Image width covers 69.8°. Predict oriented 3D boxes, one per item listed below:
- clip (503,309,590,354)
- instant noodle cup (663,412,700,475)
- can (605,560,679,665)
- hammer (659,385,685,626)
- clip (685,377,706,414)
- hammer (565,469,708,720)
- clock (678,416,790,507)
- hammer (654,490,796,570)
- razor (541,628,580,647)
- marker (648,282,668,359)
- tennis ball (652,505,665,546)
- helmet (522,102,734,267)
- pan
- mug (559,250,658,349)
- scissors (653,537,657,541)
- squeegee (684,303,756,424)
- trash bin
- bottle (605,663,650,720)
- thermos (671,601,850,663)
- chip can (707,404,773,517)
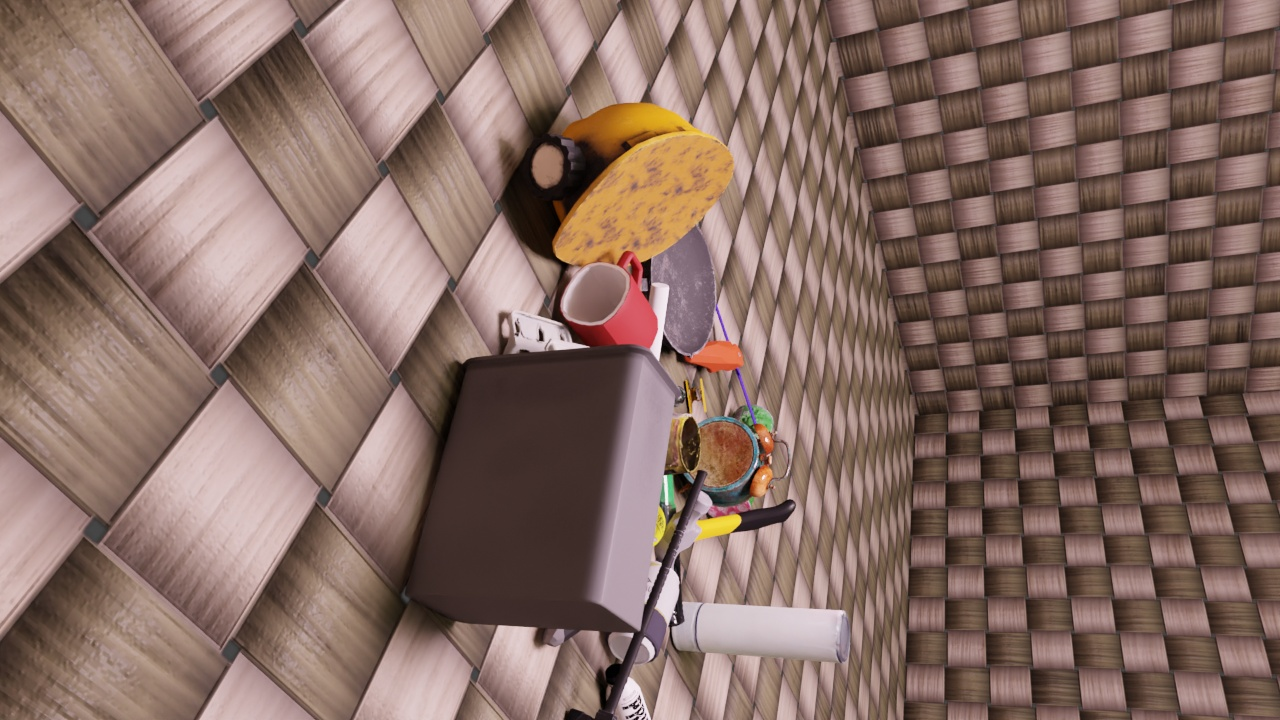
[{"bbox_3d":[-0.080,0.022,0.946,0.126,0.110,0.150,13,62,-63],"label":"clip"},{"bbox_3d":[0.010,0.099,1.090,0.102,0.108,0.102,-3,90,-66],"label":"instant noodle cup"},{"bbox_3d":[0.006,0.295,1.092,0.127,0.064,0.064,-62,140,-52],"label":"can"},{"bbox_3d":[0.034,0.191,1.224,0.130,0.032,0.318,5,81,-67],"label":"hammer"},{"bbox_3d":[0.087,0.052,1.382,0.048,0.046,0.054,-13,96,-41],"label":"clip"},{"bbox_3d":[0.020,0.262,1.008,0.015,0.095,0.324,57,48,-45],"label":"hammer"},{"bbox_3d":[0.137,0.145,1.309,0.073,0.158,0.121,57,35,-58],"label":"clock"},{"bbox_3d":[0.124,0.218,1.229,0.323,0.029,0.127,5,124,-55],"label":"hammer"},{"bbox_3d":[-0.058,0.253,0.978,0.060,0.057,0.155,44,33,-8],"label":"razor"},{"bbox_3d":[0.015,-0.033,1.181,0.027,0.023,0.133,-4,112,-29],"label":"marker"},{"bbox_3d":[-0.003,0.194,1.093,0.065,0.065,0.065,-5,90,-66],"label":"tennis ball"},{"bbox_3d":[-0.024,-0.214,1.032,0.254,0.206,0.131,-10,58,-53],"label":"helmet"},{"bbox_3d":[0.013,-0.102,1.238,0.356,0.040,0.207,-7,93,-59],"label":"pan"},{"bbox_3d":[-0.027,-0.065,1.052,0.116,0.080,0.096,-62,149,-17],"label":"mug"},{"bbox_3d":[-0.056,0.154,0.989,0.179,0.015,0.199,-7,73,-55],"label":"scissors"},{"bbox_3d":[0.119,-0.006,1.412,0.184,0.055,0.249,2,68,-58],"label":"squeegee"},{"bbox_3d":[-0.079,0.108,0.786,0.097,0.192,0.219,52,41,-51],"label":"trash bin"},{"bbox_3d":[-0.015,0.398,1.051,0.041,0.041,0.116,-55,134,-56],"label":"bottle"},{"bbox_3d":[0.156,0.358,1.213,0.067,0.230,0.068,-3,90,-66],"label":"thermos"},{"bbox_3d":[0.161,0.160,1.468,0.222,0.076,0.075,-63,140,-52],"label":"chip can"}]
